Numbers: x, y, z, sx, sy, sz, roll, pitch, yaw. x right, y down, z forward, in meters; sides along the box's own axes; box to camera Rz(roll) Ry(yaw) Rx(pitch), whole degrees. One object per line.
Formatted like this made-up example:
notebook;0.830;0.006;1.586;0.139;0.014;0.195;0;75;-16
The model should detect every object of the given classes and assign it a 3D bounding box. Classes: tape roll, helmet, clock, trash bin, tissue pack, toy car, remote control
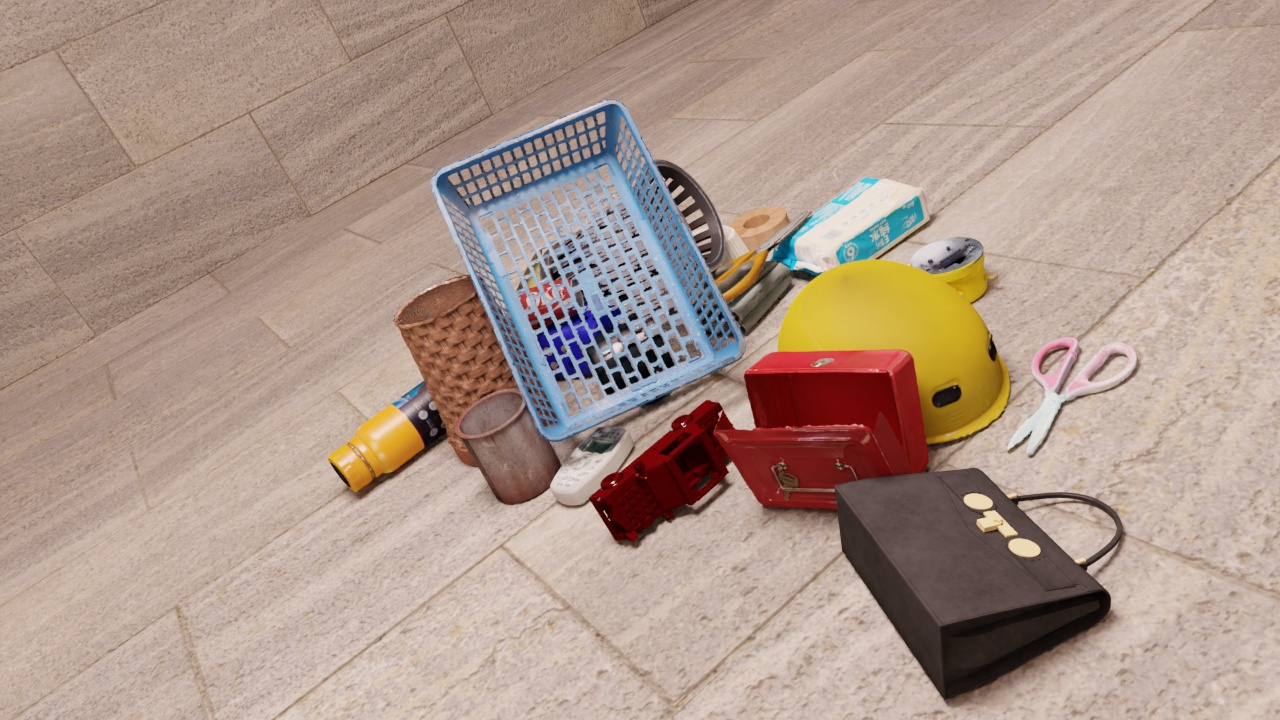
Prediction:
tape roll;0.182;-0.201;1.408;0.094;0.027;0.093;-19;28;11
helmet;0.246;-0.023;0.935;0.208;0.140;0.240;-39;32;-26
clock;0.355;-0.107;1.079;0.083;0.057;0.119;-33;29;-14
trash bin;-0.021;-0.151;1.291;0.228;0.164;0.163;-29;20;37
tissue pack;0.285;-0.177;1.247;0.209;0.066;0.117;-34;30;-15
toy car;0.034;0.113;0.938;0.169;0.070;0.062;-38;19;-23
remote control;-0.056;0.119;1.045;0.060;0.028;0.114;4;39;41
trash bin;-0.212;0.008;1.164;0.151;0.210;0.151;-19;28;10

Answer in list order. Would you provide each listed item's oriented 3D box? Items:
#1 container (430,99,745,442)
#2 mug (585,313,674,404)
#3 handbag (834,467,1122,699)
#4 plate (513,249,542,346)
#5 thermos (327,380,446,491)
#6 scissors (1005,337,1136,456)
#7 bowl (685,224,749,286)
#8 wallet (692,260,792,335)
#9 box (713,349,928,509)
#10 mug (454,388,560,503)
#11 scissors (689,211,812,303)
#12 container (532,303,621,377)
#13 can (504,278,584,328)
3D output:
container;-0.065;-0.104;1.100;0.257;0.362;0.089;-24;-13;-5
mug;-0.007;0.007;1.157;0.094;0.085;0.121;-29;58;-7
handbag;0.282;0.147;0.718;0.195;0.072;0.175;-16;27;-6
plate;-0.167;-0.078;1.376;0.036;0.185;0.183;23;36;-2
thermos;-0.311;0.090;1.258;0.076;0.092;0.232;37;61;27
scissors;0.400;0.035;0.850;0.101;0.016;0.178;4;39;41
bowl;0.104;-0.155;1.352;0.115;0.062;0.115;-19;28;10
wallet;0.132;-0.088;1.234;0.100;0.054;0.131;7;37;42
box;0.176;0.063;0.856;0.158;0.137;0.126;-2;41;35
mug;-0.149;0.092;1.084;0.096;0.110;0.122;-6;32;22
scissors;0.162;-0.139;1.210;0.228;0.016;0.114;-38;22;-19
container;-0.082;-0.029;1.260;0.114;0.085;0.084;-5;34;30
can;-0.128;-0.075;1.225;0.097;0.054;0.054;-16;29;13
